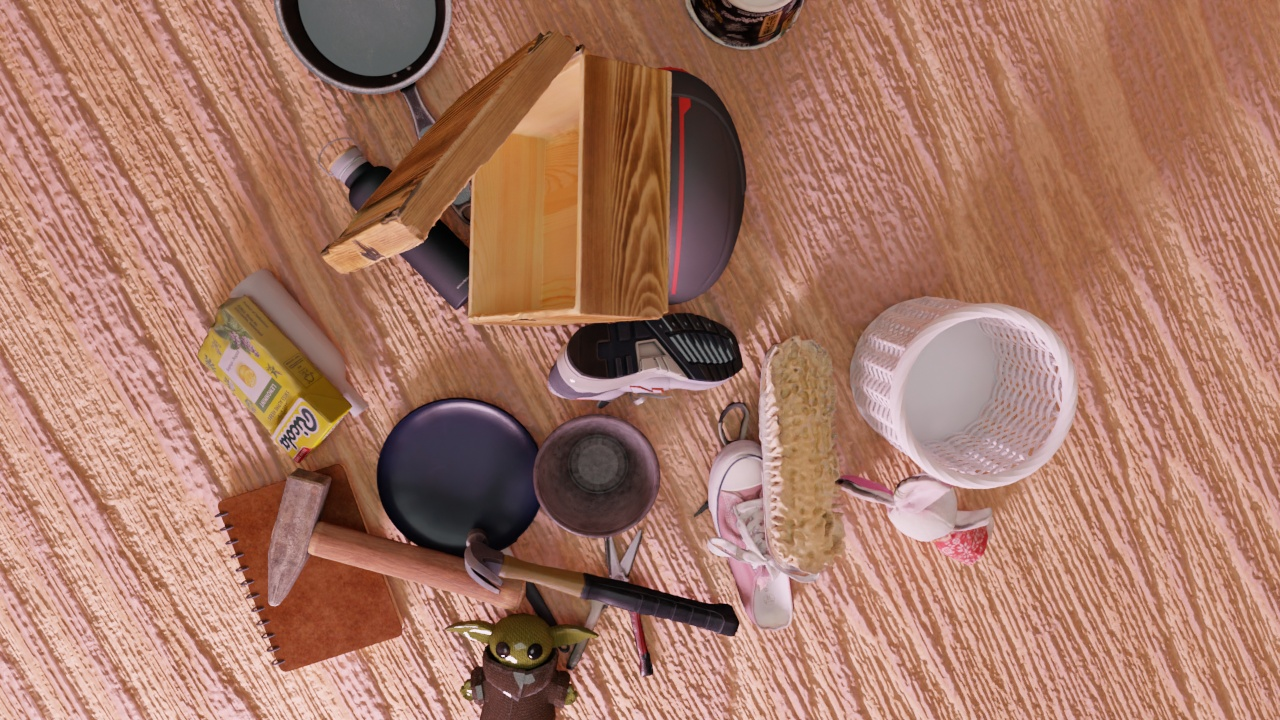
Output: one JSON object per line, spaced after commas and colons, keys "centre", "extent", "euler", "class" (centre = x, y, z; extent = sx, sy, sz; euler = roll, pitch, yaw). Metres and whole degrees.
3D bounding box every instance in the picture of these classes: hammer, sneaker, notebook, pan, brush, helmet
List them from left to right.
{"centre": [-0.401, 0.251, 1.110], "extent": [0.167, 0.024, 0.225], "euler": [-18, 97, 0], "class": "notebook"}
{"centre": [-0.283, 0.244, 1.083], "extent": [0.301, 0.037, 0.158], "euler": [16, 98, -5], "class": "hammer"}
{"centre": [-0.266, -0.316, 1.027], "extent": [0.187, 0.055, 0.357], "euler": [-25, 109, 3], "class": "pan"}
{"centre": [-0.176, 0.208, 1.110], "extent": [0.199, 0.021, 0.356], "euler": [-28, 100, 4], "class": "pan"}
{"centre": [-0.043, 0.268, 1.069], "extent": [0.333, 0.118, 0.025], "euler": [17, 100, -11], "class": "hammer"}
{"centre": [-0.006, 0.006, 1.051], "extent": [0.239, 0.125, 0.088], "euler": [0, 68, -36], "class": "sneaker"}
{"centre": [0.032, -0.192, 0.987], "extent": [0.164, 0.170, 0.265], "euler": [1, 98, -1], "class": "helmet"}
{"centre": [0.138, 0.215, 1.077], "extent": [0.118, 0.087, 0.241], "euler": [-13, 101, 0], "class": "sneaker"}
{"centre": [0.180, 0.104, 1.040], "extent": [0.083, 0.057, 0.271], "euler": [5, 74, -12], "class": "brush"}

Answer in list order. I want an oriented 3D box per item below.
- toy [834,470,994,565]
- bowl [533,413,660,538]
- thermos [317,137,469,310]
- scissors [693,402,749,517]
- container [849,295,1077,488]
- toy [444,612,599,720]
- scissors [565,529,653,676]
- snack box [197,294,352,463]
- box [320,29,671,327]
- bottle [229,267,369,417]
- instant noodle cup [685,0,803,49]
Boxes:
{"centre": [0.342, 0.176, 1.071], "extent": [0.194, 0.159, 0.084], "euler": [27, 71, -22], "class": "toy"}
{"centre": [-0.051, 0.129, 1.078], "extent": [0.145, 0.067, 0.145], "euler": [0, 97, -1], "class": "bowl"}
{"centre": [-0.270, -0.160, 1.040], "extent": [0.061, 0.061, 0.231], "euler": [-44, 96, 4], "class": "thermos"}
{"centre": [0.127, 0.125, 1.109], "extent": [0.157, 0.012, 0.168], "euler": [-17, 101, 3], "class": "scissors"}
{"centre": [0.345, 0.026, 1.012], "extent": [0.189, 0.186, 0.189], "euler": [0, 97, -1], "class": "container"}
{"centre": [-0.144, 0.379, 1.099], "extent": [0.179, 0.078, 0.153], "euler": [3, 102, -2], "class": "toy"}
{"centre": [-0.033, 0.310, 1.128], "extent": [0.179, 0.015, 0.195], "euler": [-36, 96, 3], "class": "scissors"}
{"centre": [-0.421, 0.022, 1.040], "extent": [0.181, 0.045, 0.122], "euler": [48, 134, -5], "class": "snack box"}
{"centre": [-0.147, -0.175, 0.882], "extent": [0.263, 0.280, 0.269], "euler": [3, 88, -29], "class": "box"}
{"centre": [-0.387, -0.015, 1.061], "extent": [0.052, 0.052, 0.195], "euler": [-39, 96, 4], "class": "bottle"}
{"centre": [0.121, -0.417, 0.989], "extent": [0.137, 0.112, 0.137], "euler": [0, 97, -2], "class": "instant noodle cup"}
